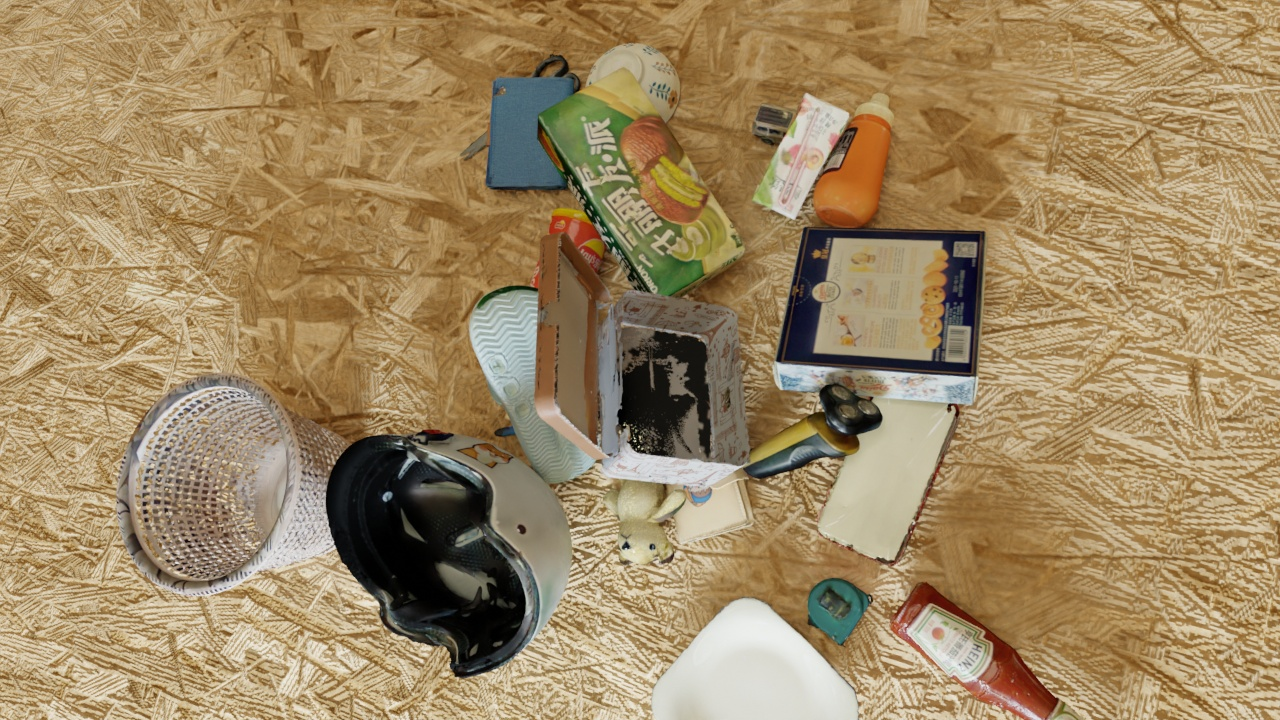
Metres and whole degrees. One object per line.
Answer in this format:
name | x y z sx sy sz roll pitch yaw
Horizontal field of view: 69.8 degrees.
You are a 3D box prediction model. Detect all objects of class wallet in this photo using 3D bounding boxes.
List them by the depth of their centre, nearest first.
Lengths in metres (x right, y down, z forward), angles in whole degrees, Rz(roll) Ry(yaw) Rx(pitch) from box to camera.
wallet | 0.068 0.124 0.952 0.087 0.024 0.115 -18 71 12
wallet | -0.133 -0.268 1.091 0.106 0.040 0.133 3 87 13

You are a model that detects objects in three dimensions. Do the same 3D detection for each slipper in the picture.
slipper | -0.104 0.023 0.940 0.104 0.246 0.074 -27 38 -16

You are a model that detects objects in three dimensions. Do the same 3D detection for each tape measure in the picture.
tape measure | 0.189 0.238 0.886 0.054 0.025 0.058 33 89 21

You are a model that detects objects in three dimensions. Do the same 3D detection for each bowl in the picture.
bowl | -0.016 -0.317 1.056 0.114 0.062 0.113 -4 77 19

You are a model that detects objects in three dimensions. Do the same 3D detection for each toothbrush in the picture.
toothbrush | -0.079 0.065 1.018 0.190 0.016 0.014 -11 70 17

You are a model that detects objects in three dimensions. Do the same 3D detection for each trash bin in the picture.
trash bin | -0.417 0.141 1.017 0.228 0.192 0.227 -4 77 17

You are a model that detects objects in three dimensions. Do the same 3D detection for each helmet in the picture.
helmet | -0.177 0.175 0.946 0.274 0.156 0.230 24 115 30

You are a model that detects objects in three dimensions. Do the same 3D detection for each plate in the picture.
plate | 0.109 0.331 0.887 0.164 0.034 0.163 44 94 21

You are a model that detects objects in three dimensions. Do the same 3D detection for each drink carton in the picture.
drink carton | 0.166 -0.212 0.959 0.053 0.045 0.123 27 104 3

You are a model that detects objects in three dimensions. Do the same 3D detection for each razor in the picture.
razor | 0.155 0.074 0.881 0.168 0.062 0.067 -36 69 50

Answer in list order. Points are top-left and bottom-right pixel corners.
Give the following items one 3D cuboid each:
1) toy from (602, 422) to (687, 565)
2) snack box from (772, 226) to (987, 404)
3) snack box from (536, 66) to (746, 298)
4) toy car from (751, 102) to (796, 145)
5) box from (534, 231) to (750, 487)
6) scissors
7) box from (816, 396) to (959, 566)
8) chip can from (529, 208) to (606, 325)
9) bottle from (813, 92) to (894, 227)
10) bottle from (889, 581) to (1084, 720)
toy | -0.005 0.133 0.944 0.105 0.066 0.157 -10 89 32
snack box | 0.234 -0.050 0.887 0.183 0.046 0.177 4 55 20
snack box | -0.001 -0.180 0.974 0.114 0.063 0.240 -32 86 -10
toy car | 0.167 -0.253 0.995 0.090 0.035 0.042 20 87 18
box | -0.011 0.010 0.869 0.126 0.273 0.178 -23 57 38
scissors | -0.146 -0.296 1.120 0.136 0.014 0.174 22 86 23
box | 0.233 0.104 0.871 0.091 0.079 0.168 22 85 21
chip can | -0.097 -0.057 1.021 0.073 0.073 0.216 16 85 21
bottle | 0.229 -0.212 0.954 0.067 0.067 0.149 16 76 21
bottle | 0.320 0.282 0.814 0.206 0.059 0.060 37 91 22
